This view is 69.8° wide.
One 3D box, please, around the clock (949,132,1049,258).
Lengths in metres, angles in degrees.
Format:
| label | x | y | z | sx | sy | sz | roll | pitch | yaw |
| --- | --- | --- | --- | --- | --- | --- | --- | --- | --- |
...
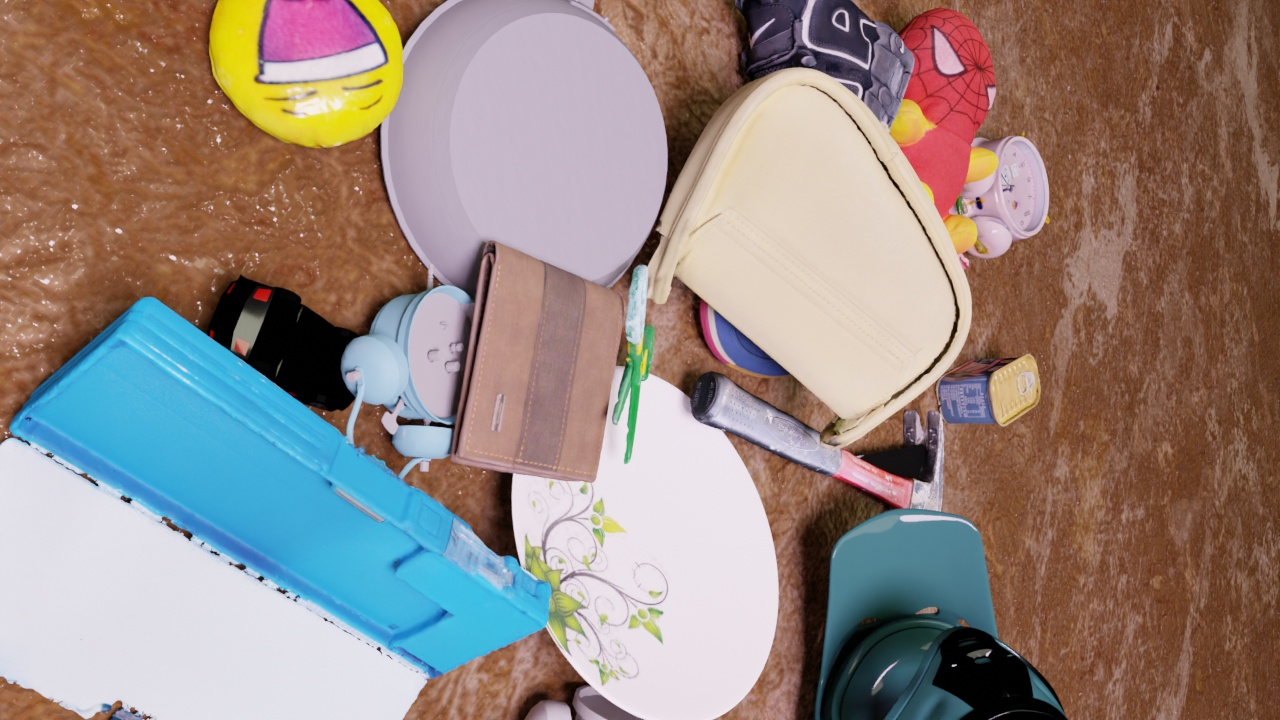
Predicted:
| label | x | y | z | sx | sy | sz | roll | pitch | yaw |
| --- | --- | --- | --- | --- | --- | --- | --- | --- | --- |
| clock | 0.352 | -0.166 | 0.923 | 0.157 | 0.059 | 0.117 | -26 | 104 | -39 |

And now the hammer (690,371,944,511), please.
| label | x | y | z | sx | sy | sz | roll | pitch | yaw |
| --- | --- | --- | --- | --- | --- | --- | --- | --- | --- |
| hammer | 0.155 | 0.070 | 0.734 | 0.326 | 0.036 | 0.140 | 26 | 71 | -41 |

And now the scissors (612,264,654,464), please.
| label | x | y | z | sx | sy | sz | roll | pitch | yaw |
| --- | --- | --- | --- | --- | --- | --- | --- | --- | --- |
| scissors | -0.003 | -0.001 | 0.570 | 0.125 | 0.011 | 0.130 | -72 | 165 | -60 |

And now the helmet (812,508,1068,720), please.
| label | x | y | z | sx | sy | sz | roll | pitch | yaw |
| --- | --- | --- | --- | --- | --- | --- | --- | --- | --- |
| helmet | 0.215 | 0.264 | 0.673 | 0.176 | 0.200 | 0.275 | -8 | 111 | -6 |

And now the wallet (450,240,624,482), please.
| label | x | y | z | sx | sy | sz | roll | pitch | yaw |
| --- | --- | --- | --- | --- | --- | --- | --- | --- | --- |
| wallet | -0.056 | 0.005 | 0.517 | 0.098 | 0.027 | 0.121 | 19 | 76 | -45 |

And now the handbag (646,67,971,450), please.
| label | x | y | z | sx | sy | sz | roll | pitch | yaw |
| --- | --- | --- | --- | --- | --- | --- | --- | --- | --- |
| handbag | 0.119 | -0.068 | 0.615 | 0.233 | 0.088 | 0.191 | 40 | 104 | -14 |

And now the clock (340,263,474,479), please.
| label | x | y | z | sx | sy | sz | roll | pitch | yaw |
| --- | --- | --- | --- | --- | --- | --- | --- | --- | --- |
| clock | -0.117 | 0.012 | 0.483 | 0.087 | 0.042 | 0.122 | 65 | 33 | -41 |

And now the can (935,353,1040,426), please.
| label | x | y | z | sx | sy | sz | roll | pitch | yaw |
| --- | --- | --- | --- | --- | --- | --- | --- | --- | --- |
| can | 0.341 | 0.029 | 0.897 | 0.099 | 0.059 | 0.054 | -19 | 99 | -41 |

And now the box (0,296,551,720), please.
| label | x | y | z | sx | sy | sz | roll | pitch | yaw |
| --- | --- | --- | --- | --- | --- | --- | --- | --- | --- |
| box | -0.182 | 0.099 | 0.435 | 0.171 | 0.070 | 0.243 | -45 | 120 | 2 |

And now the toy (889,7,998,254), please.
| label | x | y | z | sx | sy | sz | roll | pitch | yaw |
| --- | --- | --- | --- | --- | --- | --- | --- | --- | --- |
| toy | 0.253 | -0.206 | 0.812 | 0.147 | 0.099 | 0.216 | 24 | 72 | -49 |

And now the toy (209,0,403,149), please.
| label | x | y | z | sx | sy | sz | roll | pitch | yaw |
| --- | --- | --- | --- | --- | --- | --- | --- | --- | --- |
| toy | -0.168 | -0.155 | 0.467 | 0.095 | 0.041 | 0.094 | -18 | 97 | -27 |

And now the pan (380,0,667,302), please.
| label | x | y | z | sx | sy | sz | roll | pitch | yaw |
| --- | --- | --- | --- | --- | --- | --- | --- | --- | --- |
| pan | -0.038 | -0.199 | 0.561 | 0.200 | 0.051 | 0.356 | 19 | 84 | -40 |

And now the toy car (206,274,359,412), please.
| label | x | y | z | sx | sy | sz | roll | pitch | yaw |
| --- | --- | --- | --- | --- | --- | --- | --- | --- | --- |
| toy car | -0.175 | -0.005 | 0.455 | 0.091 | 0.036 | 0.042 | 46 | 53 | -57 |

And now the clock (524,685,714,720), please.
| label | x | y | z | sx | sy | sz | roll | pitch | yaw |
| --- | --- | --- | --- | --- | --- | --- | --- | --- | --- |
| clock | -0.007 | 0.231 | 0.535 | 0.159 | 0.120 | 0.061 | 25 | 79 | -49 |

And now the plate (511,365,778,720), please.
| label | x | y | z | sx | sy | sz | roll | pitch | yaw |
| --- | --- | --- | --- | --- | --- | --- | --- | --- | --- |
| plate | 0.003 | 0.114 | 0.589 | 0.229 | 0.030 | 0.229 | 26 | 50 | -35 |

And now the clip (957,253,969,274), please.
| label | x | y | z | sx | sy | sz | roll | pitch | yaw |
| --- | --- | --- | --- | --- | --- | --- | --- | --- | --- |
| clip | 0.308 | -0.104 | 0.904 | 0.044 | 0.023 | 0.060 | -46 | 117 | -39 |

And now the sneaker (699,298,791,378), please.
| label | x | y | z | sx | sy | sz | roll | pitch | yaw |
| --- | --- | --- | --- | --- | --- | --- | --- | --- | --- |
| sneaker | 0.149 | -0.047 | 0.710 | 0.241 | 0.091 | 0.116 | -10 | 96 | -41 |

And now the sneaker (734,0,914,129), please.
| label | x | y | z | sx | sy | sz | roll | pitch | yaw |
| --- | --- | --- | --- | --- | --- | --- | --- | --- | --- |
| sneaker | 0.113 | -0.205 | 0.694 | 0.151 | 0.097 | 0.251 | 44 | 59 | -24 |
